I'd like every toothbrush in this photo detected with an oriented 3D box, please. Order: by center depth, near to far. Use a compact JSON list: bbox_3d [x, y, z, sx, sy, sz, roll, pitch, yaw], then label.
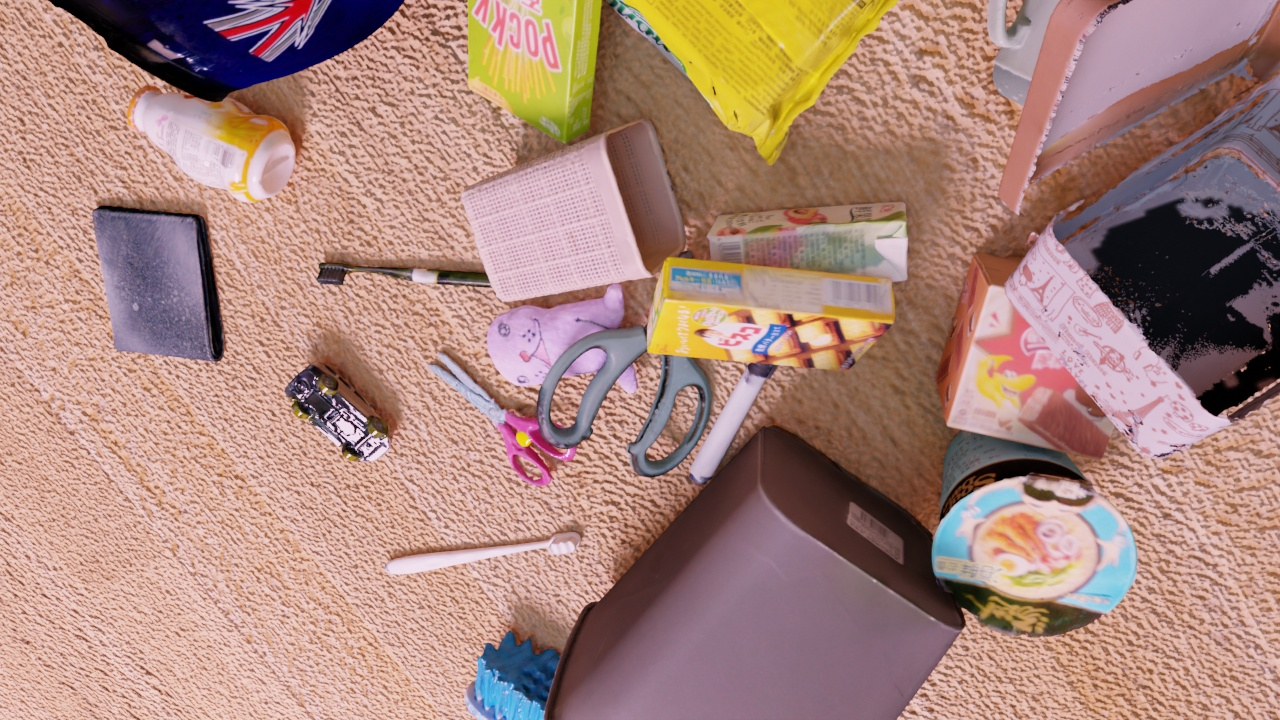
[{"bbox_3d":[-0.152,-0.059,0.671,0.186,0.017,0.012,5,150,11],"label":"toothbrush"},{"bbox_3d":[-0.133,0.161,0.753,0.180,0.016,0.016,-11,105,17],"label":"toothbrush"}]

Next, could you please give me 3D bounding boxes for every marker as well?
[{"bbox_3d":[0.070,0.036,0.656,0.022,0.018,0.131,23,114,-6],"label":"marker"}]

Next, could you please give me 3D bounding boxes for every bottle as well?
[{"bbox_3d":[-0.301,-0.156,0.644,0.108,0.063,0.063,24,114,3],"label":"bottle"}]

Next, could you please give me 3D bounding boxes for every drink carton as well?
[{"bbox_3d":[0.108,-0.071,0.585,0.123,0.053,0.045,-2,112,14],"label":"drink carton"}]

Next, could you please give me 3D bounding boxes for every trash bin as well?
[{"bbox_3d":[0.083,0.186,0.624,0.198,0.198,0.220,35,108,-3],"label":"trash bin"}]

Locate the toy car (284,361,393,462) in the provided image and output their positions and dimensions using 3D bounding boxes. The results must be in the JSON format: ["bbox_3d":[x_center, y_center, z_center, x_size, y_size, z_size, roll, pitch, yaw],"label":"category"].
[{"bbox_3d":[-0.233,0.041,0.720,0.042,0.035,0.090,-38,104,24],"label":"toy car"}]

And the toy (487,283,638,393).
[{"bbox_3d":[-0.057,-0.010,0.655,0.108,0.038,0.084,-7,114,11],"label":"toy"}]

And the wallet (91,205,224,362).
[{"bbox_3d":[-0.382,-0.060,0.726,0.097,0.019,0.121,6,110,12],"label":"wallet"}]

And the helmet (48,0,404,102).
[{"bbox_3d":[-0.233,-0.309,0.481,0.240,0.247,0.315,-43,73,9],"label":"helmet"}]

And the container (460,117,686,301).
[{"bbox_3d":[-0.043,-0.093,0.591,0.111,0.089,0.090,-11,107,24],"label":"container"}]

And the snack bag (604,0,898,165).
[{"bbox_3d":[0.040,-0.254,0.523,0.246,0.068,0.158,43,114,-4],"label":"snack bag"}]

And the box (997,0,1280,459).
[{"bbox_3d":[0.293,-0.079,0.430,0.180,0.218,0.157,-29,60,-9],"label":"box"}]

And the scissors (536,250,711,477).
[{"bbox_3d":[-0.008,-0.001,0.632,0.161,0.019,0.179,5,111,-19],"label":"scissors"}]

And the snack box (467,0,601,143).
[{"bbox_3d":[-0.063,-0.213,0.540,0.086,0.026,0.157,35,142,19],"label":"snack box"}]

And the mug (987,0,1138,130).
[{"bbox_3d":[0.234,-0.186,0.487,0.111,0.082,0.106,13,119,-17],"label":"mug"}]

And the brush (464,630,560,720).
[{"bbox_3d":[-0.014,0.347,0.781,0.314,0.060,0.110,31,120,-2],"label":"brush"}]

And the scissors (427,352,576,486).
[{"bbox_3d":[-0.114,0.046,0.707,0.137,0.017,0.072,35,124,3],"label":"scissors"}]

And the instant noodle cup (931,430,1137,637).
[{"bbox_3d":[0.239,0.093,0.581,0.111,0.120,0.111,5,113,12],"label":"instant noodle cup"}]

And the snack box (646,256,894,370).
[{"bbox_3d":[0.078,-0.027,0.577,0.140,0.087,0.033,7,69,-4],"label":"snack box"}]

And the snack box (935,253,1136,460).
[{"bbox_3d":[0.243,-0.005,0.566,0.093,0.076,0.094,13,113,8],"label":"snack box"}]
